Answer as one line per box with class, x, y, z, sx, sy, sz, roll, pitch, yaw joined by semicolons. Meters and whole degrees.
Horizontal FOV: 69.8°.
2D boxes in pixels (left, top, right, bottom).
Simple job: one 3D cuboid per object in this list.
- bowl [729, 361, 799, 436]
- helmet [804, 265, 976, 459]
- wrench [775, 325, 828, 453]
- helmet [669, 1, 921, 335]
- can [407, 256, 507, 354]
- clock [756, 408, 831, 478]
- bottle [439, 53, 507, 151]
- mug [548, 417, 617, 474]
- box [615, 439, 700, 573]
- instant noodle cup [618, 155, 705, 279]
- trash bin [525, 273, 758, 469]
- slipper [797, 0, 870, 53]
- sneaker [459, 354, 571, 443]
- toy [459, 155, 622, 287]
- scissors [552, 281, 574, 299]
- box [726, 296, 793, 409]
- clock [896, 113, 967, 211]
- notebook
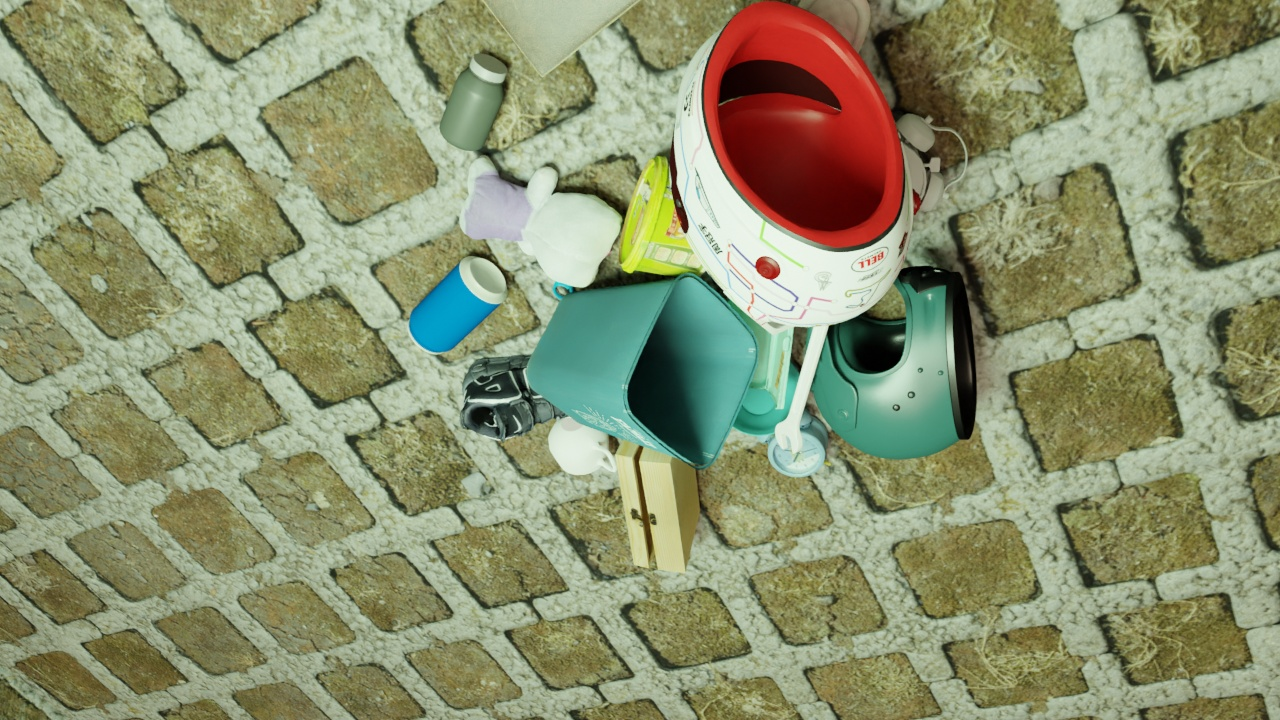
bowl;0.164;0.048;1.277;0.121;0.121;0.046;6;169;8
helmet;0.301;-0.007;1.148;0.201;0.175;0.275;-1;116;29
wrench;0.206;0.020;1.138;0.009;0.047;0.274;-20;139;-25
helmet;0.149;-0.184;0.964;0.230;0.236;0.314;-25;87;-12
can;-0.255;-0.076;1.277;0.079;0.078;0.146;42;122;-17
clock;0.219;0.113;1.324;0.089;0.051;0.124;-25;112;27
bottle;-0.201;-0.313;1.113;0.060;0.060;0.109;28;125;-7
mug;-0.080;0.125;1.361;0.124;0.090;0.076;27;145;38
box;0.028;0.184;1.346;0.092;0.127;0.249;3;133;11
instant noodle cup;0.040;-0.167;1.117;0.098;0.146;0.146;15;127;-12
trash bin;-0.007;0.007;1.170;0.219;0.198;0.196;7;154;46
slipper;0.184;-0.313;1.032;0.107;0.055;0.222;20;126;0
sneaker;-0.150;0.062;1.307;0.253;0.150;0.097;-2;123;13
toy;-0.132;-0.178;1.180;0.209;0.085;0.138;21;125;3
scissors;-0.066;-0.068;1.282;0.127;0.014;0.127;-15;121;21
box;0.152;-0.040;1.188;0.078;0.112;0.187;-2;114;-11
clock;0.297;-0.220;1.068;0.159;0.060;0.120;-12;121;21
notebook;-0.090;-0.447;1.010;0.216;0.034;0.190;-29;114;27
